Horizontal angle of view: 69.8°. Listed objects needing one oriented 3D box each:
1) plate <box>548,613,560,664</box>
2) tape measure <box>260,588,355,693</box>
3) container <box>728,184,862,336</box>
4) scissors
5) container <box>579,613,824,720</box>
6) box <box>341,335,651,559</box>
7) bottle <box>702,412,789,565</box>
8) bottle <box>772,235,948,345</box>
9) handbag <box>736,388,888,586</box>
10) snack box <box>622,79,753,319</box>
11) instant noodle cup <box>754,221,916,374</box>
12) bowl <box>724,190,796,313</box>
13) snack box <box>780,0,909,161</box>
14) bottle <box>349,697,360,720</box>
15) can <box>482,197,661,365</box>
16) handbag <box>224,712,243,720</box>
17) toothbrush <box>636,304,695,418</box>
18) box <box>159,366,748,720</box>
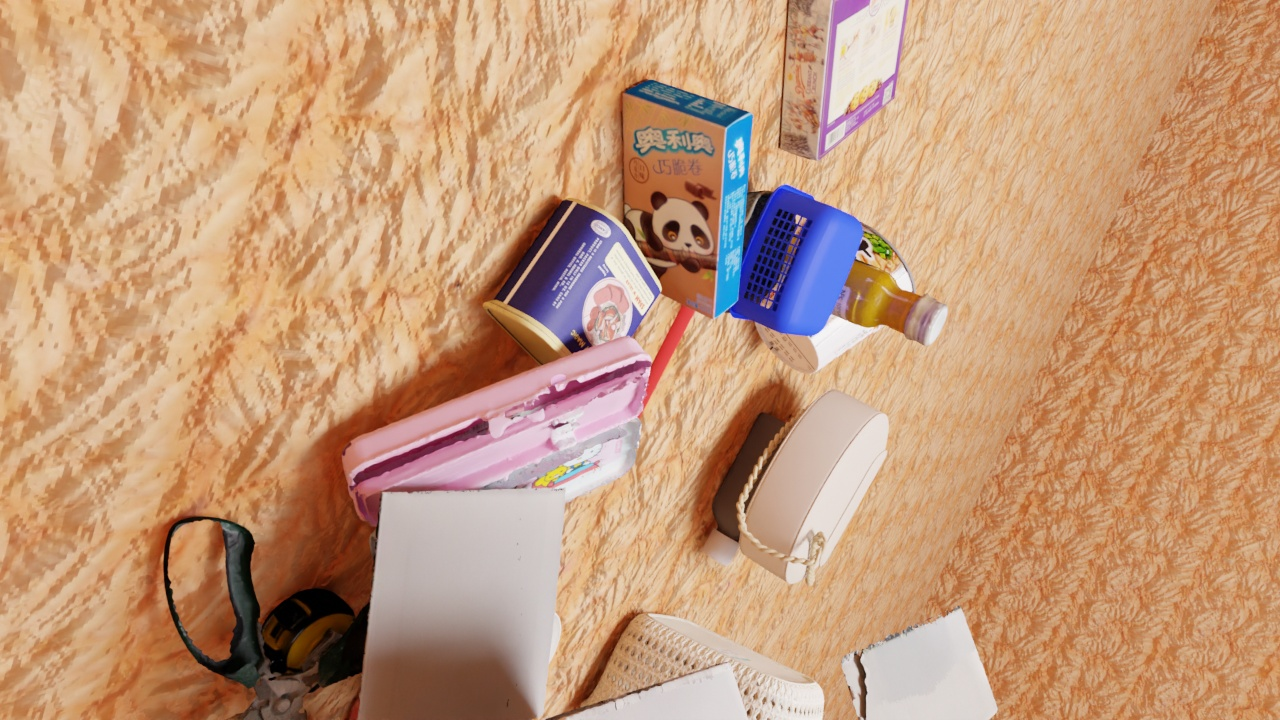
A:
[{"bbox_3d":[-0.113,0.253,0.785,0.104,0.026,0.104,-36,141,-36],"label":"plate"},{"bbox_3d":[-0.205,0.173,0.568,0.061,0.034,0.062,-56,149,-13],"label":"tape measure"},{"bbox_3d":[0.130,-0.076,0.747,0.096,0.058,0.114,2,112,-57],"label":"container"},{"bbox_3d":[-0.204,0.152,0.525,0.201,0.015,0.203,-48,132,-24],"label":"scissors"},{"bbox_3d":[0.070,0.368,0.961,0.184,0.246,0.142,31,78,-57],"label":"container"},{"bbox_3d":[-0.088,0.065,0.604,0.201,0.038,0.153,-21,151,-21],"label":"box"},{"bbox_3d":[0.127,0.152,1.055,0.174,0.046,0.083,-60,150,-3],"label":"bottle"},{"bbox_3d":[0.176,-0.067,0.810,0.053,0.186,0.053,-37,141,-37],"label":"bottle"},{"bbox_3d":[0.199,0.142,1.006,0.210,0.103,0.208,-60,154,-1],"label":"handbag"},{"bbox_3d":[0.030,-0.111,0.647,0.034,0.087,0.151,-37,142,-36],"label":"snack box"},{"bbox_3d":[0.186,-0.057,0.916,0.121,0.123,0.124,-40,145,-18],"label":"instant noodle cup"},{"bbox_3d":[0.080,-0.097,0.768,0.110,0.055,0.110,-37,142,-36],"label":"bowl"},{"bbox_3d":[0.180,-0.271,0.796,0.143,0.040,0.148,-40,144,-33],"label":"snack box"},{"bbox_3d":[-0.169,0.267,0.693,0.044,0.044,0.109,-62,151,-1],"label":"bottle"},{"bbox_3d":[-0.041,-0.042,0.625,0.092,0.056,0.116,-57,150,-12],"label":"can"},{"bbox_3d":[-0.242,0.293,0.569,0.150,0.074,0.176,-27,135,-45],"label":"handbag"},{"bbox_3d":[0.013,0.009,0.758,0.213,0.012,0.017,-63,178,25],"label":"toothbrush"},{"bbox_3d":[-0.128,0.129,0.589,0.174,0.422,0.167,-52,150,18],"label":"box"}]
